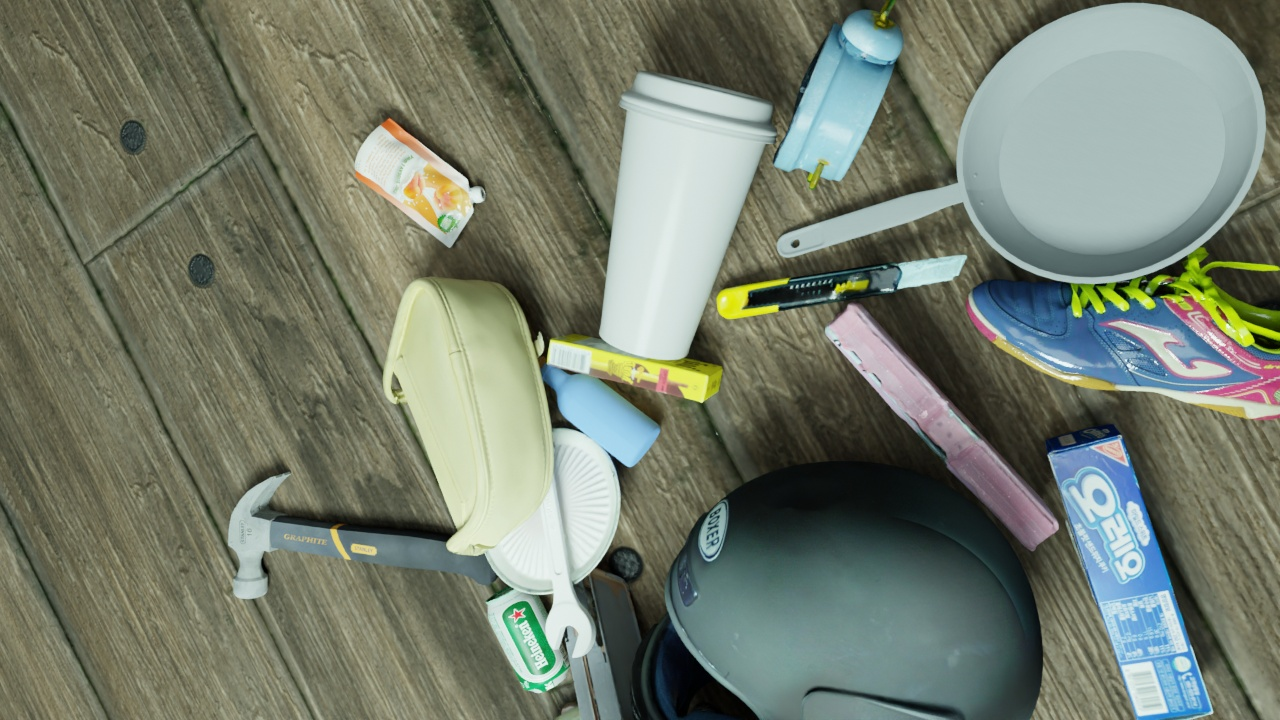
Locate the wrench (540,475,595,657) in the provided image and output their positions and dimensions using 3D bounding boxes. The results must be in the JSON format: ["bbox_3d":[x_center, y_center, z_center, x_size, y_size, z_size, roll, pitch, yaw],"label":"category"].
[{"bbox_3d":[-0.083,0.132,0.840,0.047,0.009,0.273,-22,68,24],"label":"wrench"}]

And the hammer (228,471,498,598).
[{"bbox_3d":[-0.292,0.197,0.959,0.313,0.035,0.139,4,96,17],"label":"hammer"}]

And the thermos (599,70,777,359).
[{"bbox_3d":[0.028,-0.119,0.772,0.131,0.131,0.222,19,110,15],"label":"thermos"}]

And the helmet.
[{"bbox_3d":[0.135,0.197,0.701,0.316,0.248,0.236,-6,117,13],"label":"helmet"}]

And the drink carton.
[{"bbox_3d":[-0.213,-0.171,0.888,0.122,0.038,0.069,38,107,4],"label":"drink carton"}]

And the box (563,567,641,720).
[{"bbox_3d":[-0.023,0.292,0.811,0.063,0.081,0.216,-29,54,16],"label":"box"}]

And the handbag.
[{"bbox_3d":[-0.157,0.049,0.847,0.191,0.088,0.232,-45,63,43],"label":"handbag"}]

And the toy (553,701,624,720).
[{"bbox_3d":[-0.043,0.414,0.854,0.139,0.101,0.179,4,78,28],"label":"toy"}]

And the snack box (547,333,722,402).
[{"bbox_3d":[-0.005,0.005,0.825,0.149,0.061,0.026,13,100,16],"label":"snack box"}]

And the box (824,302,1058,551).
[{"bbox_3d":[0.238,0.047,0.737,0.037,0.098,0.233,-43,85,13],"label":"box"}]

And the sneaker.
[{"bbox_3d":[0.373,-0.036,0.683,0.242,0.116,0.091,15,129,12],"label":"sneaker"}]

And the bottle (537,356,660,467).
[{"bbox_3d":[-0.046,0.041,0.850,0.131,0.048,0.048,37,106,10],"label":"bottle"}]

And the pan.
[{"bbox_3d":[0.275,-0.138,0.717,0.358,0.050,0.200,-16,81,34],"label":"pan"}]

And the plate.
[{"bbox_3d":[-0.085,0.141,0.862,0.157,0.014,0.156,-11,67,26],"label":"plate"}]

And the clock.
[{"bbox_3d":[0.157,-0.214,0.717,0.060,0.118,0.162,24,110,2],"label":"clock"}]

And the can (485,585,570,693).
[{"bbox_3d":[-0.109,0.271,0.897,0.053,0.053,0.101,-27,88,19],"label":"can"}]

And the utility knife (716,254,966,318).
[{"bbox_3d":[0.162,-0.062,0.763,0.214,0.020,0.029,-9,95,30],"label":"utility knife"}]

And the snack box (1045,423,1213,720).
[{"bbox_3d":[0.382,0.166,0.722,0.059,0.059,0.226,-19,90,23],"label":"snack box"}]
